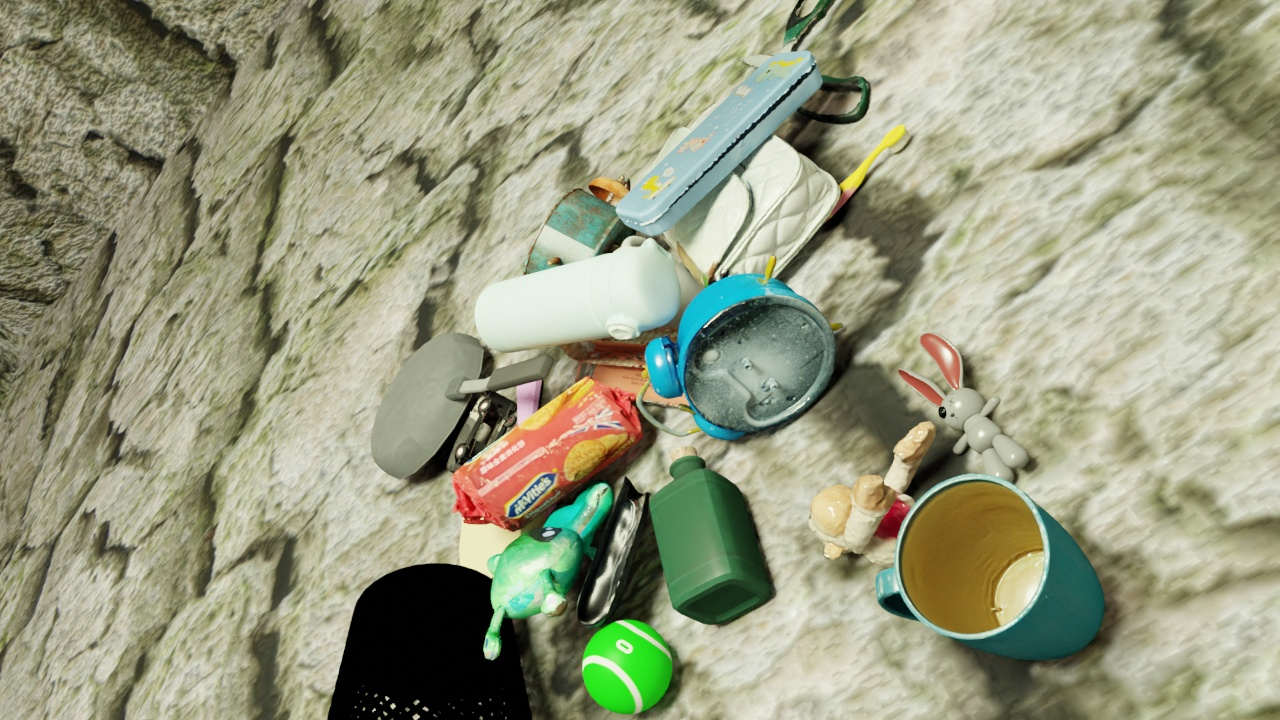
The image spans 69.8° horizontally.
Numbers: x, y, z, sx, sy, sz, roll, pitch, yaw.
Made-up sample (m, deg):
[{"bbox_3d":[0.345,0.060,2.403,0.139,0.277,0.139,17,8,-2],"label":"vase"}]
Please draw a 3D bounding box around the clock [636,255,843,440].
[{"bbox_3d":[0.068,0.002,0.692,0.162,0.117,0.060,-39,32,15],"label":"clock"}]

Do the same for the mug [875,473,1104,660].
[{"bbox_3d":[0.187,0.122,0.501,0.112,0.104,0.084,-24,50,37],"label":"mug"}]

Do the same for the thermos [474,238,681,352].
[{"bbox_3d":[-0.055,-0.047,0.758,0.207,0.065,0.077,-7,55,46],"label":"thermos"}]

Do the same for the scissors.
[{"bbox_3d":[0.168,-0.292,0.856,0.202,0.015,0.202,-53,42,5],"label":"scissors"}]

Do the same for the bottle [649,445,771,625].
[{"bbox_3d":[0.046,0.121,0.679,0.061,0.061,0.131,-34,45,22],"label":"bottle"}]

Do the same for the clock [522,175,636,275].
[{"bbox_3d":[-0.043,-0.110,0.880,0.073,0.121,0.157,28,57,9],"label":"clock"}]

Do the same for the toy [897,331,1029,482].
[{"bbox_3d":[0.209,0.032,0.593,0.049,0.030,0.111,-67,33,36],"label":"toy"}]

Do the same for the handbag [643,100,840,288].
[{"bbox_3d":[0.073,-0.146,0.802,0.139,0.072,0.194,-49,35,13],"label":"handbag"}]

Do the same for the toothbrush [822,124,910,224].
[{"bbox_3d":[0.168,-0.142,0.759,0.136,0.016,0.021,-44,43,23],"label":"toothbrush"}]

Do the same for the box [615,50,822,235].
[{"bbox_3d":[0.063,-0.185,0.755,0.209,0.037,0.066,-43,36,-12],"label":"box"}]

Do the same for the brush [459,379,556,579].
[{"bbox_3d":[-0.122,0.108,0.873,0.089,0.043,0.228,-25,50,33],"label":"brush"}]

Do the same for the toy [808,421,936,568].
[{"bbox_3d":[0.150,0.094,0.594,0.085,0.074,0.106,-48,5,-39],"label":"toy"}]

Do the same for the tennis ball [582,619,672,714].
[{"bbox_3d":[-0.010,0.222,0.667,0.066,0.065,0.065,-25,50,33],"label":"tennis ball"}]

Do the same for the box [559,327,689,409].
[{"bbox_3d":[-0.002,0.004,0.812,0.187,0.085,0.048,4,40,49],"label":"box"}]

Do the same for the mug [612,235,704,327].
[{"bbox_3d":[0.008,-0.074,0.820,0.071,0.089,0.107,-34,45,26],"label":"mug"}]

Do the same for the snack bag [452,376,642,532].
[{"bbox_3d":[-0.077,0.083,0.782,0.176,0.082,0.082,-36,40,-6],"label":"snack bag"}]

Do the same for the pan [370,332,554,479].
[{"bbox_3d":[-0.190,0.029,0.938,0.358,0.041,0.178,-14,48,53],"label":"pan"}]

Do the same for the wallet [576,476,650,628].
[{"bbox_3d":[-0.018,0.152,0.714,0.026,0.089,0.114,19,78,6],"label":"wallet"}]

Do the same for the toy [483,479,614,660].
[{"bbox_3d":[-0.067,0.155,0.727,0.131,0.072,0.193,-39,5,21],"label":"toy"}]

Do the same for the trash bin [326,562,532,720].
[{"bbox_3d":[-0.163,0.278,0.712,0.196,0.195,0.199,-42,33,18],"label":"trash bin"}]

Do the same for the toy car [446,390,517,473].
[{"bbox_3d":[-0.164,0.076,0.938,0.037,0.040,0.092,18,79,51],"label":"toy car"}]
